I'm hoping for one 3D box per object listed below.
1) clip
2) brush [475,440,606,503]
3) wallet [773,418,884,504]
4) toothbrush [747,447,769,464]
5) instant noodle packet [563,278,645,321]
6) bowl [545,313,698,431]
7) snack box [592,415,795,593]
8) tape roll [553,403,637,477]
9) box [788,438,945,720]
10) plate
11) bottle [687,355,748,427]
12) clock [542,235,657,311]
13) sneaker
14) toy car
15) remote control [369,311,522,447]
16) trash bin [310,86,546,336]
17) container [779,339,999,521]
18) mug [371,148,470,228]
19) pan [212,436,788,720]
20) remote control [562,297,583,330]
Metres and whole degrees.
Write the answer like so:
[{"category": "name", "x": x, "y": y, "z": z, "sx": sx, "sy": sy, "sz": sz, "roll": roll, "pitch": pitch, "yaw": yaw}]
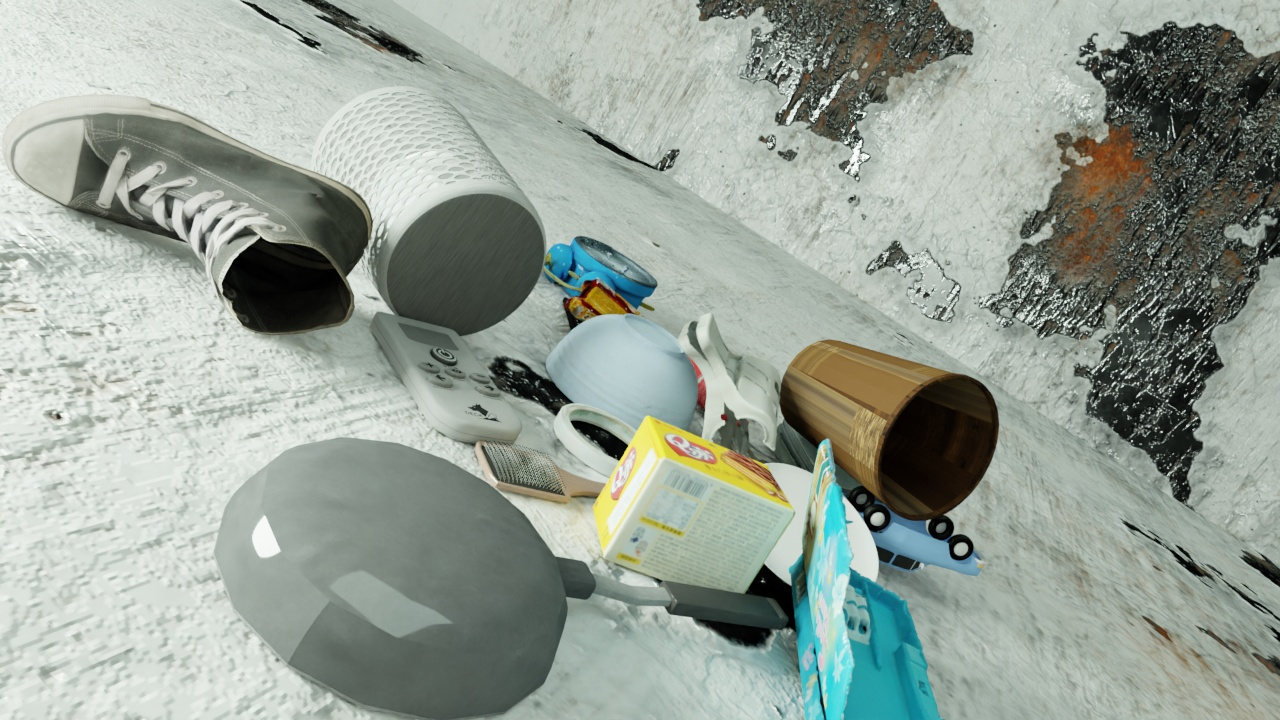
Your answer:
[{"category": "clip", "x": 0.093, "y": 0.026, "z": 0.828, "sx": 0.105, "sy": 0.152, "sz": 0.126, "roll": -7, "pitch": 18, "yaw": 13}, {"category": "brush", "x": -0.051, "y": 0.082, "z": 0.646, "sx": 0.135, "sy": 0.015, "sz": 0.050, "roll": 19, "pitch": 21, "yaw": -35}, {"category": "wallet", "x": 0.193, "y": 0.110, "z": 0.931, "sx": 0.100, "sy": 0.054, "sz": 0.131, "roll": 12, "pitch": 22, "yaw": -19}, {"category": "toothbrush", "x": 0.121, "y": 0.113, "z": 0.851, "sx": 0.024, "sy": 0.022, "sz": 0.185, "roll": 45, "pitch": 5, "yaw": -31}, {"category": "instant noodle packet", "x": -0.017, "y": -0.034, "z": 0.983, "sx": 0.135, "sy": 0.040, "sz": 0.098, "roll": 40, "pitch": 12, "yaw": -8}, {"category": "bowl", "x": -0.005, "y": 0.005, "z": 0.848, "sx": 0.150, "sy": 0.075, "sz": 0.150, "roll": 28, "pitch": 16, "yaw": -9}, {"category": "snack box", "x": 0.034, "y": 0.101, "z": 0.618, "sx": 0.105, "sy": 0.084, "sz": 0.061, "roll": 24, "pitch": 16, "yaw": -19}, {"category": "tape roll", "x": -0.026, "y": 0.066, "z": 0.739, "sx": 0.093, "sy": 0.013, "sz": 0.093, "roll": 29, "pitch": 16, "yaw": -9}, {"category": "box", "x": 0.130, "y": 0.170, "z": 0.585, "sx": 0.171, "sy": 0.084, "sz": 0.226, "roll": 62, "pitch": 13, "yaw": -13}, {"category": "plate", "x": 0.134, "y": 0.141, "z": 0.751, "sx": 0.134, "sy": 0.011, "sz": 0.134, "roll": 19, "pitch": 38, "yaw": -16}, {"category": "bottle", "x": 0.077, "y": 0.031, "z": 0.974, "sx": 0.042, "sy": 0.042, "sz": 0.141, "roll": 20, "pitch": 20, "yaw": -33}, {"category": "clock", "x": -0.053, "y": -0.100, "z": 1.104, "sx": 0.117, "sy": 0.060, "sz": 0.161, "roll": 42, "pitch": 21, "yaw": 30}, {"category": "sneaker", "x": -0.299, "y": -0.094, "z": 0.611, "sx": 0.234, "sy": 0.095, "sz": 0.119, "roll": 22, "pitch": 27, "yaw": -27}, {"category": "toy car", "x": 0.237, "y": 0.160, "z": 0.834, "sx": 0.153, "sy": 0.055, "sz": 0.056, "roll": 20, "pitch": 12, "yaw": -9}, {"category": "remote control", "x": -0.144, "y": 0.011, "z": 0.684, "sx": 0.074, "sy": 0.019, "sz": 0.151, "roll": 15, "pitch": 23, "yaw": -43}, {"category": "trash bin", "x": -0.181, "y": -0.126, "z": 0.791, "sx": 0.156, "sy": 0.157, "sz": 0.183, "roll": 15, "pitch": 26, "yaw": -44}, {"category": "container", "x": 0.216, "y": 0.051, "z": 0.844, "sx": 0.132, "sy": 0.132, "sz": 0.167, "roll": 21, "pitch": 7, "yaw": -31}, {"category": "mug", "x": -0.232, "y": -0.180, "z": 0.983, "sx": 0.082, "sy": 0.083, "sz": 0.106, "roll": 29, "pitch": 18, "yaw": -5}, {"category": "pan", "x": -0.044, "y": 0.118, "z": 0.507, "sx": 0.356, "sy": 0.041, "sz": 0.178, "roll": 19, "pitch": 20, "yaw": -35}, {"category": "remote control", "x": -0.063, "y": -0.036, "z": 0.982, "sx": 0.030, "sy": 0.009, "sz": 0.140, "roll": 25, "pitch": 17, "yaw": -20}]
